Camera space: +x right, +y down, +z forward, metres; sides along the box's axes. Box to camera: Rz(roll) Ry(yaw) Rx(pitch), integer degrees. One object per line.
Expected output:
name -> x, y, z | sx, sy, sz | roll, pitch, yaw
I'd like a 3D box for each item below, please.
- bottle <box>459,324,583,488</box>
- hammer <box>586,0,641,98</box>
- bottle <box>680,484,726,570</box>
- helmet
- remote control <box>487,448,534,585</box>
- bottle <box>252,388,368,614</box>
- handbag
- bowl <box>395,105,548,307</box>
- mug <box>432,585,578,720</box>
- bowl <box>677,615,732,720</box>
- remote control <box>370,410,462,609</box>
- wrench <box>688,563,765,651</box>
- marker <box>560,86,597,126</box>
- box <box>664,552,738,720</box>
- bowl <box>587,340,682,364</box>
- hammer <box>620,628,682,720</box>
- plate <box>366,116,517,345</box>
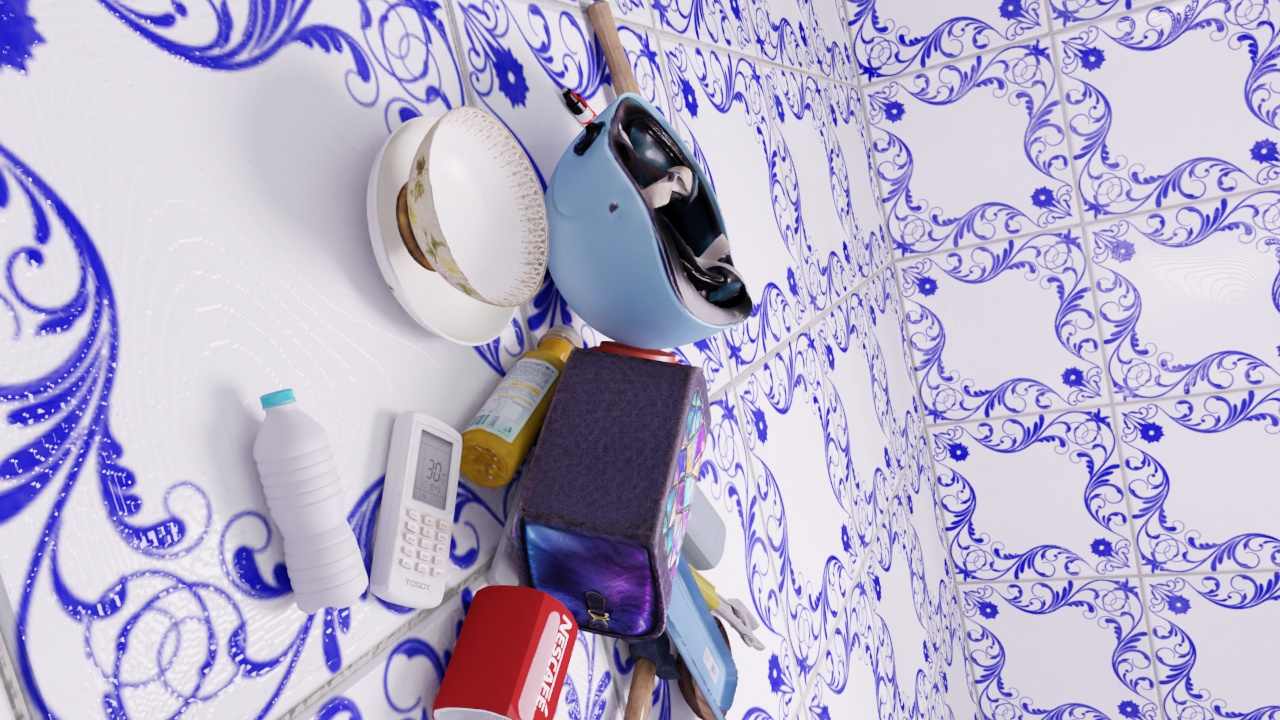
bottle -> -0.097, 0.032, 0.790 | 0.053, 0.053, 0.185 | 67, 28, -26
hammer -> 0.002, -0.274, 1.098 | 0.132, 0.040, 0.305 | -56, 127, -72
bottle -> 0.048, 0.171, 1.047 | 0.161, 0.046, 0.072 | 56, 35, -41
helmet -> -0.006, -0.130, 0.897 | 0.225, 0.167, 0.265 | 42, 36, -43
remote control -> -0.103, 0.137, 0.788 | 0.033, 0.012, 0.130 | 60, 33, -41
bottle -> -0.204, 0.085, 0.561 | 0.044, 0.044, 0.136 | -28, 107, -63
handbag -> -0.017, 0.119, 0.803 | 0.222, 0.125, 0.204 | 84, 19, -56
bowl -> -0.131, -0.106, 0.672 | 0.145, 0.063, 0.145 | 30, 56, -57
mug -> -0.094, 0.243, 0.697 | 0.096, 0.081, 0.116 | -74, 151, -42
bowl -> 0.069, 0.352, 1.045 | 0.119, 0.032, 0.119 | 32, 53, -57
remote control -> -0.161, 0.107, 0.663 | 0.060, 0.025, 0.138 | 39, 48, -54
wrench -> 0.071, 0.261, 1.048 | 0.273, 0.018, 0.083 | 46, 10, -35
marker -> -0.049, -0.261, 1.025 | 0.145, 0.019, 0.019 | 39, 48, -54
box -> 0.060, 0.310, 0.962 | 0.126, 0.039, 0.209 | -87, 155, -58
bowl -> -0.006, 0.005, 0.903 | 0.121, 0.122, 0.035 | -2, 105, -64
hammer -> -0.015, 0.385, 0.836 | 0.320, 0.040, 0.129 | -75, 147, -46
plate -> -0.158, -0.099, 0.730 | 0.182, 0.034, 0.182 | 32, 53, -57
